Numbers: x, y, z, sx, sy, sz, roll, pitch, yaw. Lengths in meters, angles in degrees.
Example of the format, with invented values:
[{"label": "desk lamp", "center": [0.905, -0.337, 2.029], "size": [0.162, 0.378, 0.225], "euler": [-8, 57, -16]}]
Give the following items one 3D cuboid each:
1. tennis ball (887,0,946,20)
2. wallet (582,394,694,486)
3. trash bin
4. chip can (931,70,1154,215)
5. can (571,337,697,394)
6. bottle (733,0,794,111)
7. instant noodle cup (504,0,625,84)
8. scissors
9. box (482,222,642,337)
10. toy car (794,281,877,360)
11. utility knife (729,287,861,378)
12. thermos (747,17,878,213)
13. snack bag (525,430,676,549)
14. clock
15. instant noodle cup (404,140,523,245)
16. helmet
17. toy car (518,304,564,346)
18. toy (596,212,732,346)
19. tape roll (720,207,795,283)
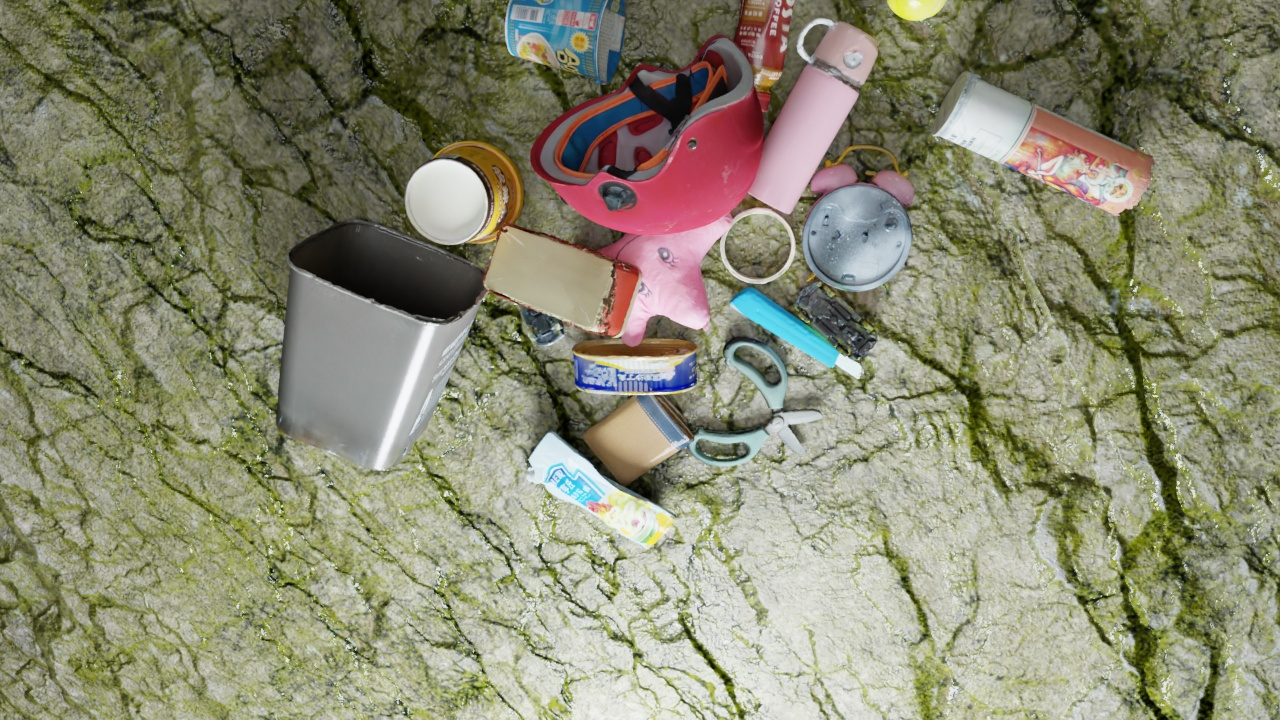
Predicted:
[{"label": "tennis ball", "center": [0.283, -0.381, 0.935], "size": [0.065, 0.065, 0.065], "euler": [2, 106, 6]}, {"label": "wallet", "center": [-0.003, 0.092, 1.126], "size": [0.115, 0.033, 0.090], "euler": [-38, 96, 21]}, {"label": "trash bin", "center": [-0.304, -0.015, 1.059], "size": [0.198, 0.198, 0.220], "euler": [22, 114, 0]}, {"label": "chip can", "center": [0.421, -0.226, 0.962], "size": [0.215, 0.071, 0.071], "euler": [24, 108, -1]}, {"label": "can", "center": [-0.006, 0.006, 1.082], "size": [0.148, 0.074, 0.049], "euler": [0, 109, 7]}, {"label": "bottle", "center": [0.130, -0.354, 0.967], "size": [0.057, 0.057, 0.175], "euler": [9, 107, 4]}, {"label": "instant noodle cup", "center": [-0.083, -0.353, 0.979], "size": [0.110, 0.099, 0.099], "euler": [13, 108, 10]}, {"label": "scissors", "center": [0.128, 0.050, 1.108], "size": [0.170, 0.019, 0.179], "euler": [-11, 104, 12]}, {"label": "box", "center": [-0.093, -0.089, 1.013], "size": [0.168, 0.077, 0.091], "euler": [22, 97, 28]}, {"label": "toy car", "center": [0.226, -0.047, 1.060], "size": [0.105, 0.032, 0.048], "euler": [43, 107, 6]}, {"label": "utility knife", "center": [0.187, -0.030, 1.076], "size": [0.179, 0.018, 0.034], "euler": [33, 122, -4]}, {"label": "thermos", "center": [0.173, -0.263, 0.981], "size": [0.087, 0.067, 0.199], "euler": [23, 110, -13]}, {"label": "snack bag", "center": [-0.054, 0.164, 1.139], "size": [0.191, 0.038, 0.111], "euler": [32, 147, -5]}, {"label": "clock", "center": [0.239, -0.157, 1.011], "size": [0.117, 0.059, 0.159], "euler": [8, 109, 6]}, {"label": "instant noodle cup", "center": [-0.201, -0.184, 1.029], "size": [0.118, 0.114, 0.118], "euler": [2, 106, 6]}, {"label": "helmet", "center": [0.021, -0.207, 0.950], "size": [0.240, 0.206, 0.144], "euler": [-14, 130, 24]}, {"label": "toy car", "center": [-0.121, -0.062, 1.097], "size": [0.043, 0.034, 0.090], "euler": [-25, 88, 18]}, {"label": "toy", "center": [0.026, -0.107, 1.038], "size": [0.195, 0.074, 0.178], "euler": [-46, 76, 19]}, {"label": "tape roll", "center": [0.134, -0.132, 1.055], "size": [0.086, 0.013, 0.086], "euler": [2, 107, 7]}]
